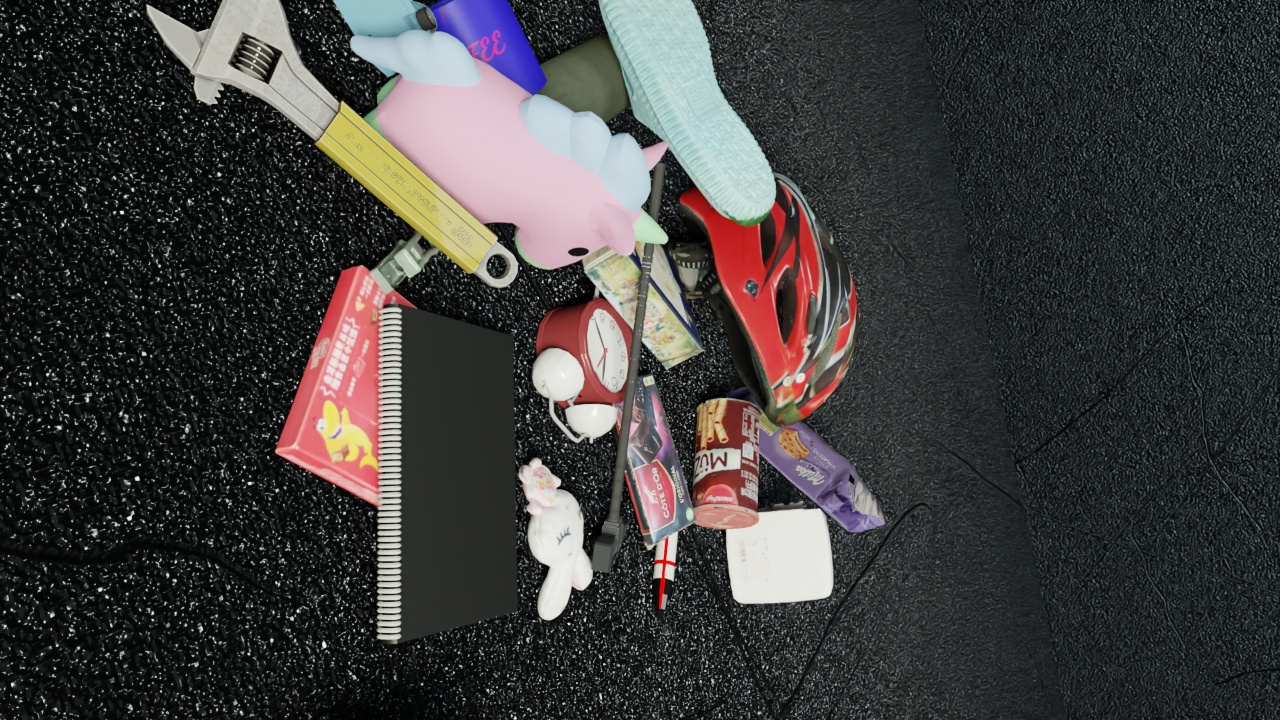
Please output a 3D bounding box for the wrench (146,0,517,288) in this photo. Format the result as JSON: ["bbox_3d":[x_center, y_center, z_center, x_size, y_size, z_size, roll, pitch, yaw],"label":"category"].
[{"bbox_3d":[-0.177,-0.138,0.571,0.273,0.018,0.083,41,79,-29],"label":"wrench"}]

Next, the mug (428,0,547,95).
[{"bbox_3d":[-0.126,-0.239,0.707,0.111,0.079,0.083,-103,167,-63],"label":"mug"}]

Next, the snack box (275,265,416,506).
[{"bbox_3d":[-0.174,0.017,0.592,0.089,0.021,0.132,44,46,-45],"label":"snack box"}]

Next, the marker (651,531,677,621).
[{"bbox_3d":[0.025,0.175,0.877,0.019,0.019,0.145,40,48,-47],"label":"marker"}]

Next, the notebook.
[{"bbox_3d":[-0.127,0.075,0.626,0.149,0.016,0.206,17,69,-67],"label":"notebook"}]

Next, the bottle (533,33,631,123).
[{"bbox_3d":[-0.063,-0.230,0.804,0.206,0.072,0.071,-52,125,-52],"label":"bottle"}]

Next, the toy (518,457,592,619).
[{"bbox_3d":[-0.066,0.135,0.718,0.075,0.037,0.125,-43,125,-64],"label":"toy"}]

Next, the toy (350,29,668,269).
[{"bbox_3d":[-0.089,-0.147,0.635,0.222,0.171,0.119,53,40,-38],"label":"toy"}]

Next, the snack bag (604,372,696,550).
[{"bbox_3d":[0.007,0.090,0.859,0.074,0.018,0.155,-17,90,-53],"label":"snack bag"}]

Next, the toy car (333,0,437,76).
[{"bbox_3d":[-0.182,-0.254,0.627,0.108,0.060,0.027,60,24,-28],"label":"toy car"}]

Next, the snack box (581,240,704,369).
[{"bbox_3d":[-0.006,-0.087,0.831,0.145,0.043,0.144,50,17,-40],"label":"snack box"}]

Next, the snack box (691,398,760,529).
[{"bbox_3d":[0.089,0.107,0.954,0.072,0.072,0.121,38,49,-48],"label":"snack box"}]

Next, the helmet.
[{"bbox_3d":[0.127,-0.065,0.926,0.217,0.167,0.271,66,7,-66],"label":"helmet"}]

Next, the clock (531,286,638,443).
[{"bbox_3d":[-0.046,0.004,0.782,0.096,0.048,0.137,52,39,-38],"label":"clock"}]

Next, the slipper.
[{"bbox_3d":[0.031,-0.239,0.826,0.115,0.070,0.276,-36,99,-46],"label":"slipper"}]

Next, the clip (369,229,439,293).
[{"bbox_3d":[-0.156,-0.070,0.619,0.023,0.047,0.076,56,12,-18],"label":"clip"}]

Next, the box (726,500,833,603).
[{"bbox_3d":[0.158,0.210,1.018,0.130,0.110,0.103,34,50,-74],"label":"box"}]

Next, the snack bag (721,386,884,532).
[{"bbox_3d":[0.177,0.106,1.004,0.058,0.205,0.096,-48,139,0],"label":"snack bag"}]

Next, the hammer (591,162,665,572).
[{"bbox_3d":[-0.005,0.004,0.748,0.095,0.015,0.325,-45,143,-77],"label":"hammer"}]
